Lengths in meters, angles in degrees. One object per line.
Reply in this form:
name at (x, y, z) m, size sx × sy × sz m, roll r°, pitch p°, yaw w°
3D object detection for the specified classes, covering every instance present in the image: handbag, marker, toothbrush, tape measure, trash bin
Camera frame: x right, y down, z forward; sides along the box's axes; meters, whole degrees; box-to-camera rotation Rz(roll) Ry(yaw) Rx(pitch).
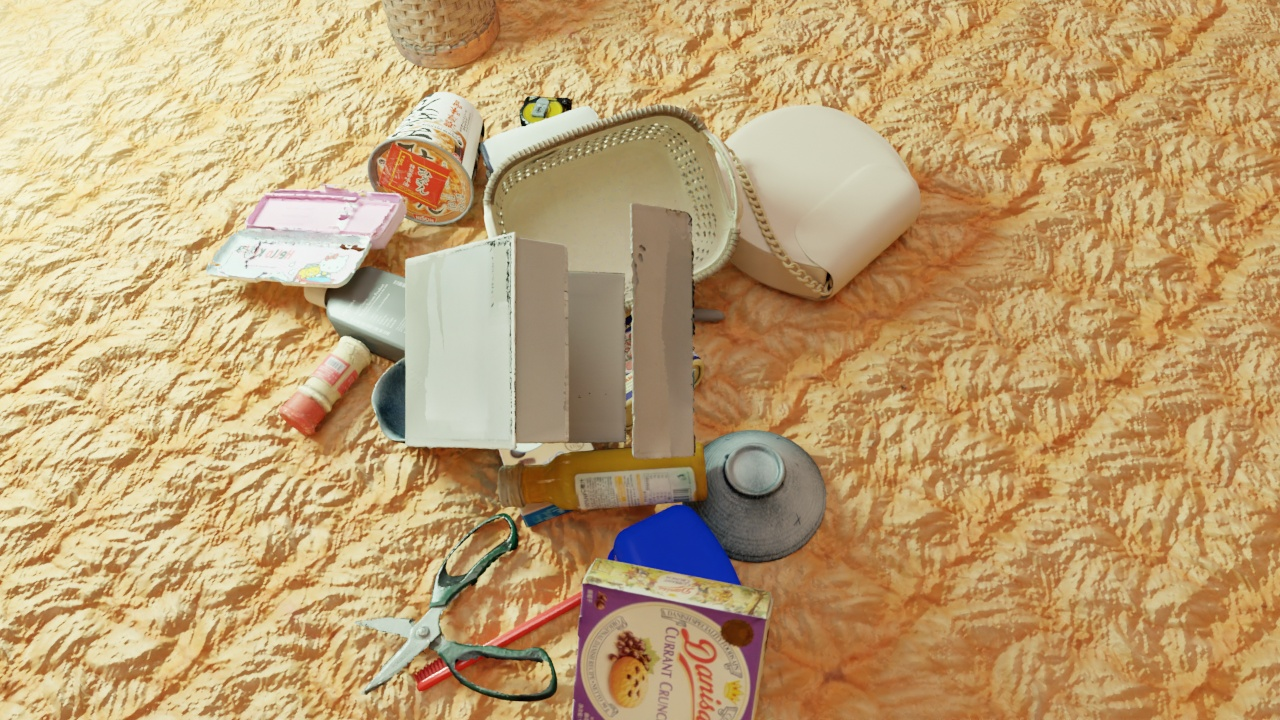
handbag at (-0.091, -0.201, 1.061) m, size 0.151 × 0.074 × 0.176 m, roll -20°, pitch 68°, yaw -8°
marker at (0.022, -0.054, 0.985) m, size 0.139 × 0.022 × 0.016 m, roll 5°, pitch 54°, yaw 9°
toothbrush at (-0.104, 0.234, 0.821) m, size 0.212 × 0.012 × 0.018 m, roll -27°, pitch 56°, yaw -11°
handbag at (0.180, -0.183, 1.005) m, size 0.210 × 0.103 × 0.208 m, roll -40°, pitch 67°, yaw -17°
tape measure at (-0.121, -0.306, 1.152) m, size 0.062 × 0.034 × 0.061 m, roll 4°, pitch 60°, yaw 9°
trash bin at (-0.275, -0.513, 1.193) m, size 0.151 × 0.210 × 0.151 m, roll -2°, pitch 58°, yaw 3°

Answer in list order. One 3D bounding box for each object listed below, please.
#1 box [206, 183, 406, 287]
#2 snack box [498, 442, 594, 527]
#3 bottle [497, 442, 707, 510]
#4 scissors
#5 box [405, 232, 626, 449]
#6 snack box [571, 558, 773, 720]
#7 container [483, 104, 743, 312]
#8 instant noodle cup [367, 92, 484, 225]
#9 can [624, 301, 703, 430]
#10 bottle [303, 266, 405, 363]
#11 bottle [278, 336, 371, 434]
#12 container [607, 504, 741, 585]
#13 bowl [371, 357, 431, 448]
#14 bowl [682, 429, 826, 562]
box at (-0.379, -0.138, 1.046) m, size 0.201 × 0.038 × 0.152 m, roll 7°, pitch 56°, yaw 23°
snack box at (-0.096, 0.080, 0.905) m, size 0.087 × 0.034 × 0.151 m, roll -20°, pitch 58°, yaw -8°
bottle at (-0.034, 0.107, 0.831) m, size 0.186 × 0.053 × 0.053 m, roll -5°, pitch 57°, yaw 3°
scissors at (-0.146, 0.237, 0.808) m, size 0.203 × 0.015 × 0.201 m, roll 31°, pitch 62°, yaw 28°
box at (-0.071, -0.002, 0.894) m, size 0.174 × 0.421 × 0.167 m, roll -1°, pitch 87°, yaw 22°
snack box at (0.023, 0.241, 0.733) m, size 0.148 × 0.143 × 0.040 m, roll 8°, pitch 20°, yaw 11°
container at (-0.032, -0.145, 0.936) m, size 0.246 × 0.143 × 0.184 m, roll -20°, pitch 100°, yaw -7°
instant noodle cup at (-0.241, -0.246, 1.084) m, size 0.124 × 0.124 × 0.121 m, roll 5°, pitch 49°, yaw 8°
can at (-0.006, 0.005, 0.930) m, size 0.116 × 0.057 × 0.092 m, roll -32°, pitch 61°, yaw -14°
bottle at (-0.288, -0.054, 1.000) m, size 0.174 × 0.046 × 0.083 m, roll 20°, pitch 62°, yaw 17°
bottle at (-0.326, 0.025, 0.957) m, size 0.044 × 0.044 × 0.108 m, roll 24°, pitch 62°, yaw 19°
container at (0.031, 0.188, 0.800) m, size 0.096 × 0.058 × 0.114 m, roll -23°, pitch 60°, yaw -20°
bowl at (-0.209, 0.047, 0.924) m, size 0.110 × 0.055 × 0.110 m, roll -3°, pitch 57°, yaw 4°
bowl at (0.105, 0.112, 0.851) m, size 0.137 × 0.057 × 0.136 m, roll -3°, pitch 57°, yaw 4°
